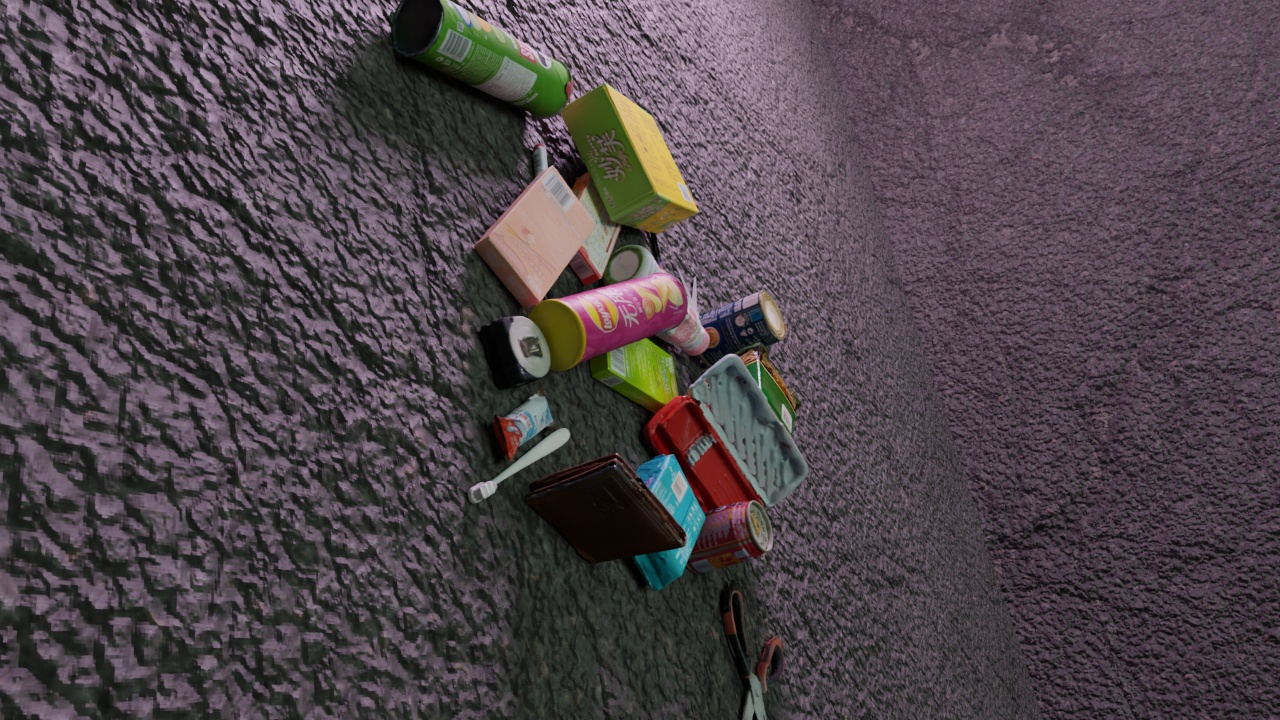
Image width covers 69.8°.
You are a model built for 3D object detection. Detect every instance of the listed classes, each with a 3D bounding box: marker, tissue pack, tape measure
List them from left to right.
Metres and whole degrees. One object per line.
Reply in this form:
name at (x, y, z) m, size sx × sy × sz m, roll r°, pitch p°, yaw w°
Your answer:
tape measure at (-0.117, -0.009, 0.872) m, size 0.065 × 0.034 × 0.065 m, roll -14°, pitch 84°, yaw -64°
marker at (-0.109, -0.186, 1.045) m, size 0.017 × 0.017 × 0.145 m, roll 31°, pitch 44°, yaw -51°
tissue pack at (0.019, 0.170, 0.974) m, size 0.093 × 0.050 × 0.133 m, roll 62°, pitch 26°, yaw -15°

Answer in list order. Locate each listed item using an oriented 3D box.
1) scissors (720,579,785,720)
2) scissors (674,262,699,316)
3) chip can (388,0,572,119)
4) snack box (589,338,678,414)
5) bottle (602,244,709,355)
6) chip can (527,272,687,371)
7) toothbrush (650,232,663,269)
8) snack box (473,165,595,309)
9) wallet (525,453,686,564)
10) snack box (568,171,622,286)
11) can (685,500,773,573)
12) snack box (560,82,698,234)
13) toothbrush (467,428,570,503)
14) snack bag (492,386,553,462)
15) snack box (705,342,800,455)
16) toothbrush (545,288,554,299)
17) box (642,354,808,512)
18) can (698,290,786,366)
scissors at (0.133, 0.368, 1.077) m, size 0.189 × 0.015 × 0.224 m, roll 63°, pitch 25°, yaw -9°
scissors at (0.080, -0.058, 1.319) m, size 0.162 × 0.012 × 0.173 m, roll 58°, pitch 26°, yaw -17°
chip can at (-0.164, -0.324, 0.987) m, size 0.235 × 0.072 × 0.072 m, roll 3°, pitch 68°, yaw -62°
snack box at (-0.006, 0.006, 1.081) m, size 0.156 × 0.026 × 0.085 m, roll 33°, pitch 42°, yaw -49°
bottle at (0.027, -0.068, 1.166) m, size 0.197 × 0.068 × 0.068 m, roll 44°, pitch 34°, yaw -47°
chip can at (-0.029, -0.046, 0.979) m, size 0.210 × 0.072 × 0.071 m, roll -22°, pitch 89°, yaw -55°
toothbrush at (0.018, -0.187, 1.296) m, size 0.014 × 0.017 × 0.189 m, roll 14°, pitch 59°, yaw -59°
snack box at (-0.106, -0.131, 0.961) m, size 0.084 × 0.026 × 0.156 m, roll 53°, pitch 40°, yaw -21°
wallet at (-0.030, 0.141, 0.843) m, size 0.124 × 0.101 × 0.032 m, roll 51°, pitch 32°, yaw -31°
snack box at (-0.062, -0.163, 1.108) m, size 0.077 × 0.027 × 0.155 m, roll 54°, pitch 29°, yaw -25°
can at (0.097, 0.201, 1.049) m, size 0.066 × 0.094 × 0.066 m, roll 42°, pitch 36°, yaw -41°
snack box at (-0.009, -0.254, 1.189) m, size 0.157 × 0.070 × 0.209 m, roll 65°, pitch 17°, yaw 4°
toothbrush at (-0.104, 0.091, 0.837) m, size 0.016 × 0.016 × 0.179 m, roll 68°, pitch 25°, yaw -5°
snack bag at (-0.107, 0.058, 0.848) m, size 0.104 × 0.026 × 0.048 m, roll -29°, pitch 108°, yaw -64°
snack box at (0.142, 0.067, 1.191) m, size 0.118 × 0.118 × 0.105 m, roll 52°, pitch 16°, yaw -21°
toothbrush at (-0.100, -0.083, 0.982) m, size 0.018 × 0.016 × 0.181 m, roll -24°, pitch 91°, yaw -46°
box at (0.106, 0.110, 1.110) m, size 0.157 × 0.039 × 0.201 m, roll -42°, pitch 113°, yaw -21°
can at (0.136, -0.044, 1.269) m, size 0.075 × 0.111 × 0.075 m, roll 43°, pitch 36°, yaw -41°
